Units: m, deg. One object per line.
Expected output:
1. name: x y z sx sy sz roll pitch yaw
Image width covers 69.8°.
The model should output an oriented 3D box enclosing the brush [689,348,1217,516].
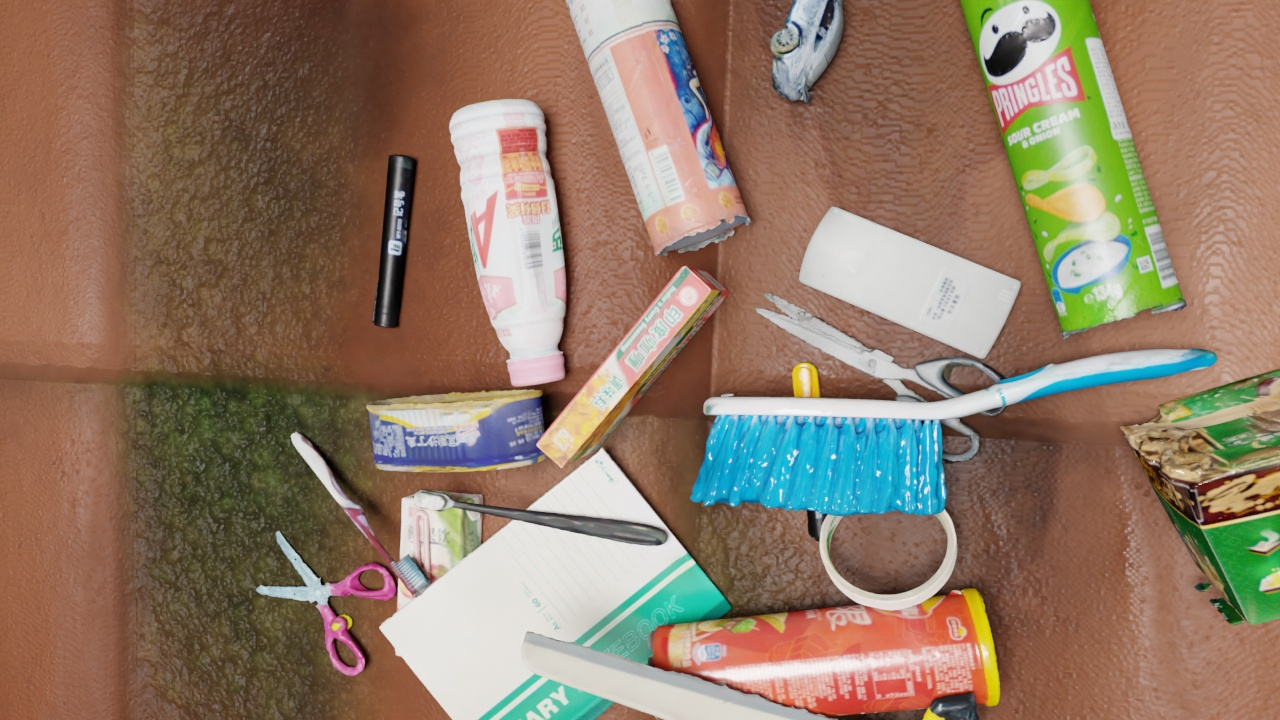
1. brush: 0.188 0.045 0.577 0.315 0.060 0.109 1 85 12

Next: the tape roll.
1. tape roll: 0.160 0.119 0.595 0.086 0.014 0.085 -12 49 14

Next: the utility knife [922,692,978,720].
1. utility knife: 0.172 0.283 0.590 0.033 0.015 0.197 13 119 0

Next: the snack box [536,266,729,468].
1. snack box: -0.004 0.004 0.628 0.027 0.077 0.156 42 102 9

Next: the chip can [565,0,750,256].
1. chip can: 0.006 -0.181 0.620 0.071 0.071 0.214 -20 87 15

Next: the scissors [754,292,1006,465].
1. scissors: 0.164 -0.004 0.618 0.141 0.014 0.173 -26 83 16

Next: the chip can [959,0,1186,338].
1. chip can: 0.257 -0.135 0.554 0.072 0.072 0.236 -17 88 15

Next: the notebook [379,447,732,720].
1. notebook: -0.061 0.184 0.659 0.209 0.012 0.150 -39 90 2

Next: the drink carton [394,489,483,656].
1. drink carton: -0.152 0.162 0.692 0.053 0.045 0.122 4 93 15

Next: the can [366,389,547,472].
1. can: -0.133 0.050 0.659 0.148 0.074 0.049 -4 94 32

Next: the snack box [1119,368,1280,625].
1. snack box: 0.361 0.078 0.523 0.118 0.118 0.105 -21 99 15

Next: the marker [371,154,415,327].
1. marker: -0.190 -0.091 0.705 0.022 0.020 0.132 13 98 43

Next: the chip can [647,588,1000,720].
1. chip can: 0.116 0.198 0.598 0.217 0.073 0.073 -10 90 10

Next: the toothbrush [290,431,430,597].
1. toothbrush: -0.216 0.110 0.695 0.017 0.016 0.187 -44 60 -10

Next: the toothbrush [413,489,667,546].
1. toothbrush: -0.070 0.111 0.643 0.181 0.018 0.015 9 84 0

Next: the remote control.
1. remote control: 0.175 -0.052 0.607 0.135 0.019 0.056 24 99 13

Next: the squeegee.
1. squeegee: 0.009 0.303 0.611 0.246 0.039 0.247 18 123 -6

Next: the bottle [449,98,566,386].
1. bottle: -0.088 -0.081 0.656 0.068 0.068 0.197 -7 95 15

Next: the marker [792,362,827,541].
1. marker: 0.118 0.063 0.629 0.018 0.015 0.124 -5 91 16

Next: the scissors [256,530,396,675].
1. scissors: -0.250 0.185 0.736 0.124 0.017 0.133 -43 78 15

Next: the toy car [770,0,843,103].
1. toy car: 0.117 -0.229 0.597 0.037 0.054 0.121 20 96 16
